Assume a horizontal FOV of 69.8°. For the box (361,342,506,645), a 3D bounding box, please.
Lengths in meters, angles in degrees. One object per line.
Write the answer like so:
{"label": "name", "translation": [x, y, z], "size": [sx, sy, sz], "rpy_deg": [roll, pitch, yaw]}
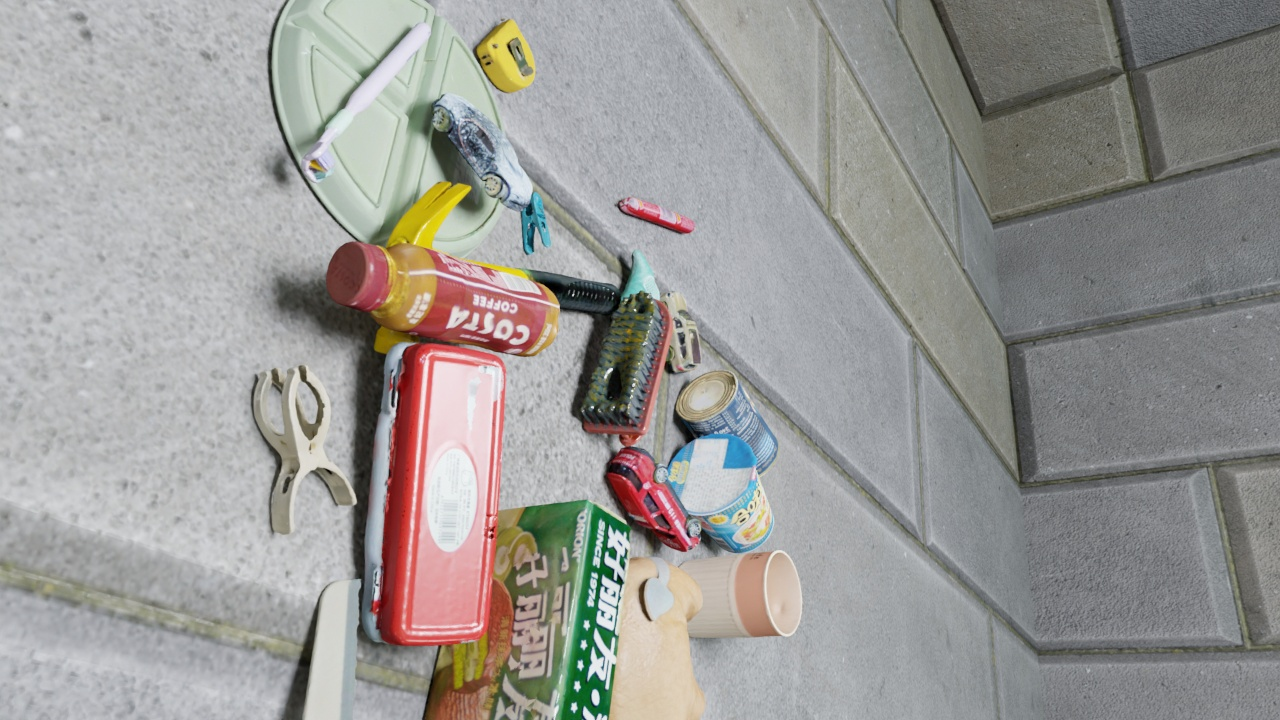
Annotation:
{"label": "box", "translation": [-0.147, 0.089, 0.627], "size": [0.090, 0.068, 0.201], "rpy_deg": [10, 78, -39]}

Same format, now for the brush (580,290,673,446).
{"label": "brush", "translation": [-0.005, 0.005, 0.864], "size": [0.069, 0.063, 0.145], "rpy_deg": [54, 44, -51]}

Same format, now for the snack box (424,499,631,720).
{"label": "snack box", "translation": [-0.081, 0.219, 0.631], "size": [0.063, 0.115, 0.239], "rpy_deg": [42, 47, -44]}

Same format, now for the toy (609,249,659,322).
{"label": "toy", "translation": [-0.005, -0.051, 0.936], "size": [0.091, 0.030, 0.096], "rpy_deg": [-58, 135, -43]}

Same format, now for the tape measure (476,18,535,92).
{"label": "tape measure", "translation": [-0.118, -0.274, 0.830], "size": [0.057, 0.029, 0.059], "rpy_deg": [58, 37, -30]}

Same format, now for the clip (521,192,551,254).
{"label": "clip", "translation": [-0.095, -0.123, 0.821], "size": [0.014, 0.041, 0.056], "rpy_deg": [15, 61, -57]}

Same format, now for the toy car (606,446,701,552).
{"label": "toy car", "translation": [0.012, 0.136, 0.872], "size": [0.045, 0.053, 0.120], "rpy_deg": [-44, 113, -24]}

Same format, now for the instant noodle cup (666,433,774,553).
{"label": "instant noodle cup", "translation": [0.091, 0.148, 0.964], "size": [0.110, 0.099, 0.099], "rpy_deg": [58, 35, -42]}

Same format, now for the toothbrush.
{"label": "toothbrush", "translation": [-0.187, -0.190, 0.645], "size": [0.021, 0.029, 0.188], "rpy_deg": [24, 49, -8]}

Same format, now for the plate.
{"label": "plate", "translation": [-0.177, -0.186, 0.704], "size": [0.230, 0.028, 0.230], "rpy_deg": [25, 59, -52]}

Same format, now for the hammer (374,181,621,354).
{"label": "hammer", "translation": [-0.101, -0.063, 0.758], "size": [0.300, 0.033, 0.129], "rpy_deg": [3, 99, -62]}

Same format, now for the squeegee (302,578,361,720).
{"label": "squeegee", "translation": [-0.250, 0.195, 0.440], "size": [0.246, 0.039, 0.246], "rpy_deg": [33, 34, -42]}

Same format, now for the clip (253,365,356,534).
{"label": "clip", "translation": [-0.207, 0.051, 0.567], "size": [0.063, 0.034, 0.098], "rpy_deg": [-26, 107, -59]}

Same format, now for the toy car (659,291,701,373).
{"label": "toy car", "translation": [0.042, -0.032, 0.997], "size": [0.042, 0.035, 0.090], "rpy_deg": [2, 76, -59]}

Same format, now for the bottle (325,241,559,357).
{"label": "bottle", "translation": [-0.128, -0.041, 0.619], "size": [0.174, 0.058, 0.057], "rpy_deg": [14, 68, -55]}

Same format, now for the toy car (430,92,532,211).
{"label": "toy car", "translation": [-0.118, -0.161, 0.704], "size": [0.105, 0.031, 0.048], "rpy_deg": [53, 19, -1]}

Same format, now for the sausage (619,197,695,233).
{"label": "sausage", "translation": [0.020, -0.162, 1.023], "size": [0.155, 0.020, 0.020], "rpy_deg": [7, 74, -58]}

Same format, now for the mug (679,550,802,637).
{"label": "mug", "translation": [0.104, 0.244, 0.929], "size": [0.114, 0.106, 0.081], "rpy_deg": [45, 44, -42]}

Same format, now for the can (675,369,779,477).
{"label": "can", "translation": [0.096, 0.072, 1.006], "size": [0.111, 0.075, 0.075], "rpy_deg": [54, 38, -33]}

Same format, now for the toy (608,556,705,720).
{"label": "toy", "translation": [0.006, 0.279, 0.770], "size": [0.143, 0.083, 0.225], "rpy_deg": [9, 68, -35]}
